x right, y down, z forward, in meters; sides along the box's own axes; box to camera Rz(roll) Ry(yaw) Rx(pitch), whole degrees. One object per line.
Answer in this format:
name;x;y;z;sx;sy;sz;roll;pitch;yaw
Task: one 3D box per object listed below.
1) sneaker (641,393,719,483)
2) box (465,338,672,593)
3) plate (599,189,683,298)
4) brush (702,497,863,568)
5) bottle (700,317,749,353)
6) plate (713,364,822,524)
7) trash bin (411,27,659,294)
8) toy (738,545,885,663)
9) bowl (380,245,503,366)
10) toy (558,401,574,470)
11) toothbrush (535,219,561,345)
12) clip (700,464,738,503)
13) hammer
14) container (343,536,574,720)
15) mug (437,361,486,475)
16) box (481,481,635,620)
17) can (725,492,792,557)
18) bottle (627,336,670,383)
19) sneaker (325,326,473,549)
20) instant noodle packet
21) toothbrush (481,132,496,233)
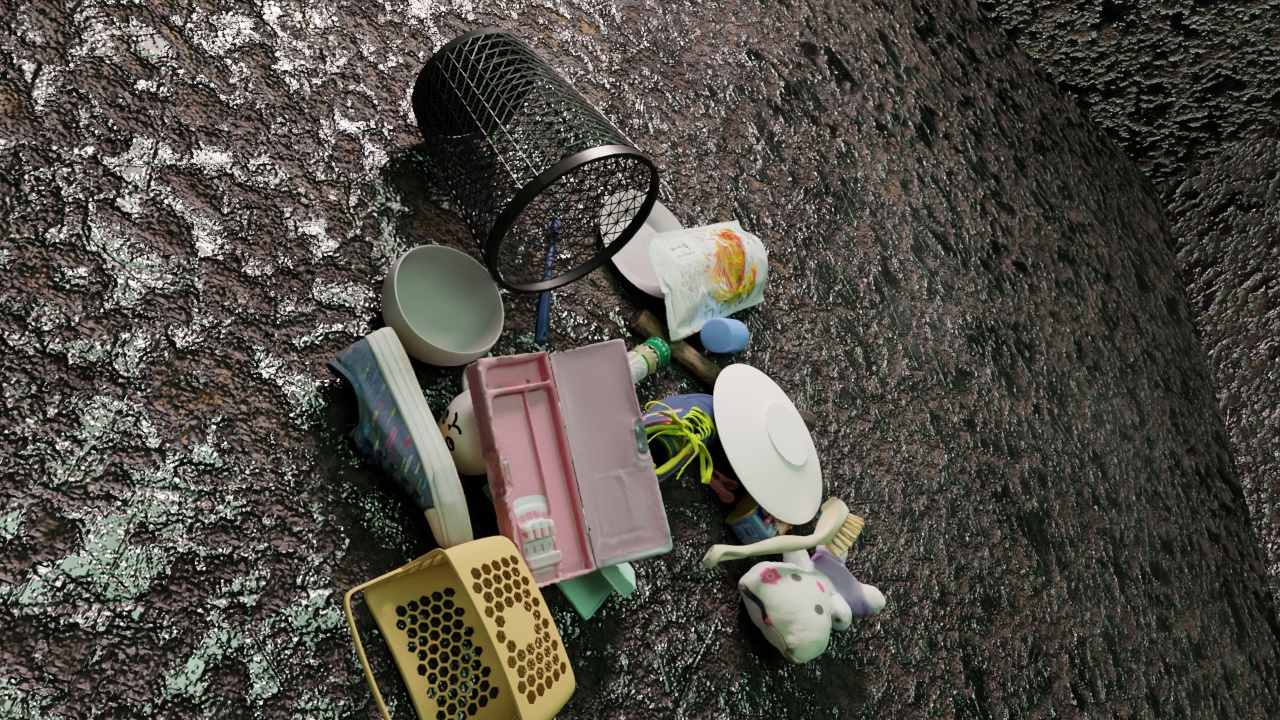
sneaker;0.052;0.095;1.131;0.241;0.091;0.116;-29;85;-48
box;-0.075;0.103;0.934;0.179;0.055;0.232;-8;83;-28
plate;0.007;-0.161;1.294;0.172;0.019;0.172;22;53;-32
brush;0.177;0.219;1.112;0.271;0.062;0.077;-4;40;-42
bottle;0.126;-0.034;1.292;0.048;0.048;0.131;66;20;10
plate;0.182;0.102;1.214;0.229;0.030;0.228;32;42;-34
trash bin;-0.136;-0.240;1.062;0.216;0.218;0.243;-13;60;-45
toy;0.210;0.296;1.160;0.208;0.086;0.137;-9;59;-47
bowl;-0.220;-0.053;0.991;0.131;0.065;0.131;22;53;-32
toy;-0.078;0.086;1.054;0.087;0.050;0.112;44;39;-14
toothbrush;-0.114;-0.102;1.151;0.016;0.017;0.189;24;52;-30
clip;0.100;0.161;1.189;0.057;0.022;0.035;38;48;-11
hammer;0.117;0.043;1.267;0.330;0.033;0.119;37;48;-20
container;-0.165;0.262;0.811;0.166;0.129;0.183;-14;76;-55
mug;-0.167;0.058;0.965;0.090;0.076;0.123;6;62;-40
box;-0.092;0.190;0.994;0.189;0.079;0.077;51;3;-6
can;0.161;0.203;1.195;0.059;0.054;0.099;55;43;-4
bottle;-0.007;0.007;1.166;0.109;0.043;0.042;-33;90;-46
sneaker;-0.237;0.085;0.901;0.079;0.088;0.235;-22;80;-19
instant noodle packet;0.099;-0.125;1.306;0.268;0.057;0.147;-23;94;-54
toothbrush;-0.190;-0.236;1.163;0.017;0.014;0.187;14;57;-27
